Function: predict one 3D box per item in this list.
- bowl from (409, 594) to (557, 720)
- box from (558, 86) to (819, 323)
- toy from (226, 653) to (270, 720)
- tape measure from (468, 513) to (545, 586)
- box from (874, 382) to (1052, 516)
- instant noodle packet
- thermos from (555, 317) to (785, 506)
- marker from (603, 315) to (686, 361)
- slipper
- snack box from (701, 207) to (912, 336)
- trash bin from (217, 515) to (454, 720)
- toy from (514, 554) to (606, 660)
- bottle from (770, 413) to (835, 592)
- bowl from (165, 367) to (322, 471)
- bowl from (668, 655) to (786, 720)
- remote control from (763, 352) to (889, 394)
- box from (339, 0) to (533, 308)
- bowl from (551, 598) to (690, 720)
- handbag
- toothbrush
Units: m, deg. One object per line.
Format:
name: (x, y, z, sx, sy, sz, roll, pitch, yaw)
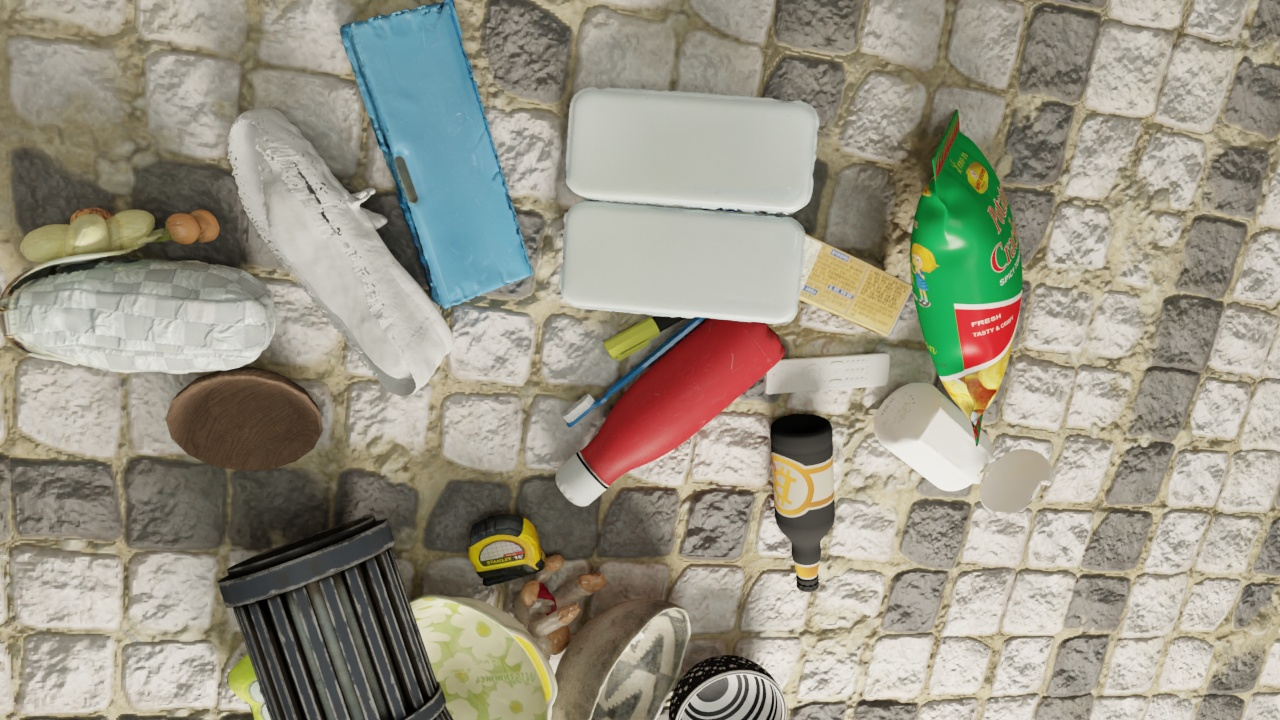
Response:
bowl: (-0.151, 0.292, 0.843, 0.220, 0.060, 0.188, -30, 89, 29)
box: (0.037, -0.128, 0.766, 0.209, 0.037, 0.189, 7, 93, 5)
toy: (-0.308, 0.286, 0.837, 0.115, 0.046, 0.092, -27, 107, -14)
tape measure: (-0.126, 0.172, 0.853, 0.065, 0.037, 0.064, -19, 116, 6)
box: (0.305, 0.082, 0.882, 0.106, 0.150, 0.080, 36, 83, -24)
instant noodle packet: (0.293, -0.081, 0.824, 0.090, 0.195, 0.253, -5, 113, 27)
thermos: (0.021, 0.044, 0.835, 0.240, 0.073, 0.073, -41, 112, 1)
marker: (0.025, -0.036, 0.840, 0.123, 0.017, 0.021, -29, 67, -6)
slipper: (-0.233, -0.088, 0.727, 0.112, 0.074, 0.247, -20, 113, 33)
snack box: (0.144, -0.086, 0.838, 0.206, 0.057, 0.056, 22, 98, -19)
trash bin: (-0.243, 0.257, 0.758, 0.164, 0.164, 0.227, -19, 90, -9)
toy: (-0.087, 0.246, 0.867, 0.074, 0.085, 0.106, 24, 109, 1)
bottle: (0.163, 0.147, 0.911, 0.059, 0.059, 0.182, -10, 109, -12)
bowl: (-0.322, 0.043, 0.751, 0.118, 0.030, 0.118, -8, 137, -8)
bowl: (0.083, 0.354, 0.949, 0.120, 0.066, 0.120, -4, 107, -14)
remote control: (0.183, 0.012, 0.900, 0.130, 0.012, 0.033, -4, 105, -14)
box: (-0.158, -0.161, 0.736, 0.093, 0.052, 0.232, -18, 110, -10)
bowl: (-0.031, 0.297, 0.877, 0.177, 0.081, 0.179, -40, 144, -38)
handbag: (-0.363, -0.054, 0.685, 0.171, 0.112, 0.123, 4, 98, -16)
toothbrush: (-0.005, 0.005, 0.837, 0.167, 0.016, 0.014, -40, 105, 6)
